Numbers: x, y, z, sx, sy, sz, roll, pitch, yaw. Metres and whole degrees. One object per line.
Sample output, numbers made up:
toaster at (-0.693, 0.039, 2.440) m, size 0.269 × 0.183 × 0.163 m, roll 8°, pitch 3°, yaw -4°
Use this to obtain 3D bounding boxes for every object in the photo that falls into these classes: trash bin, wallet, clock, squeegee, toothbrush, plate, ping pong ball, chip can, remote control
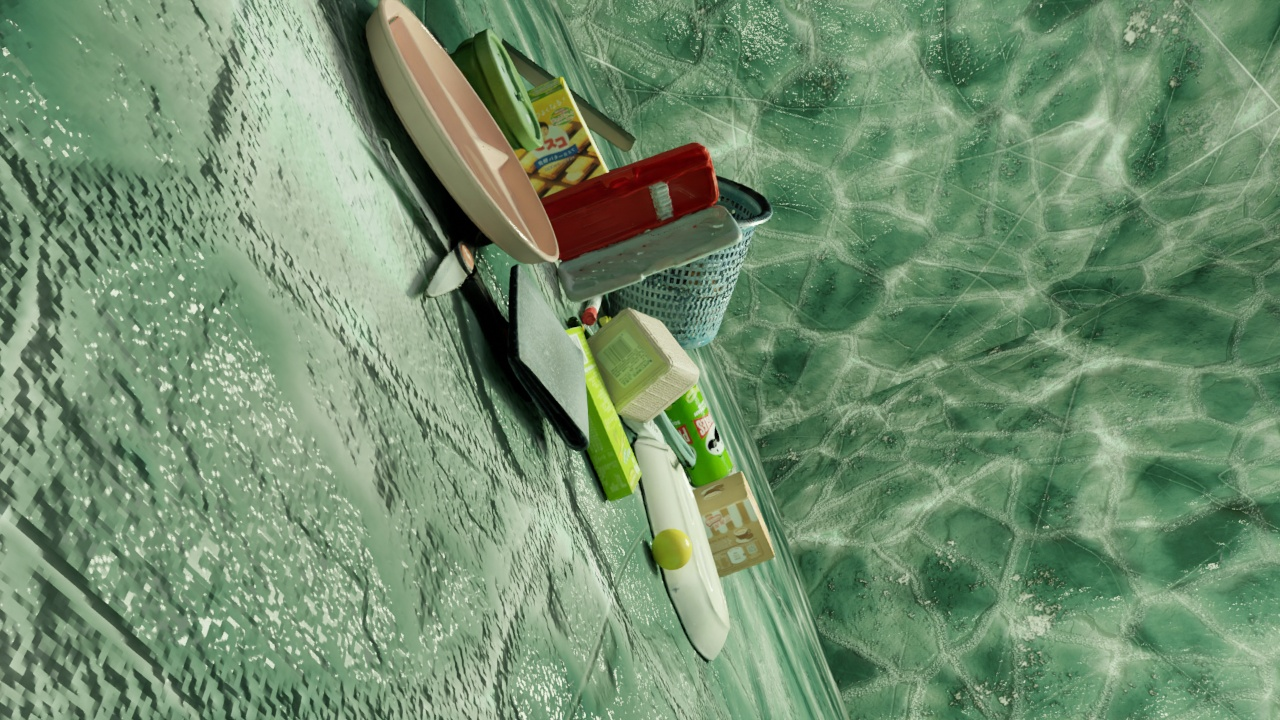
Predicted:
trash bin at (0.042, -0.129, 1.203) m, size 0.226 × 0.226 × 0.195 m, roll -97°, pitch -165°, yaw -62°
wallet at (-0.069, -0.002, 0.688) m, size 0.121 × 0.019 × 0.097 m, roll 60°, pitch 17°, yaw -46°
clock at (-0.142, -0.253, 0.881) m, size 0.161 × 0.056 × 0.116 m, roll -94°, pitch 161°, yaw -67°
squeegee at (-0.099, -0.288, 1.282) m, size 0.247 × 0.040 × 0.250 m, roll 40°, pitch -16°, yaw 19°
toothbrush at (-0.047, -0.012, 1.032) m, size 0.017 × 0.012 × 0.186 m, roll 65°, pitch 6°, yaw 25°
plate at (0.049, 0.197, 1.020) m, size 0.162 × 0.034 × 0.265 m, roll 60°, pitch 11°, yaw -46°
ping pong ball at (0.031, 0.186, 0.902) m, size 0.040 × 0.040 × 0.040 m, roll -21°, pitch 89°, yaw -82°
chip can at (0.061, 0.070, 1.337) m, size 0.072 × 0.072 × 0.236 m, roll -83°, pitch 149°, yaw -75°
remote control at (-0.001, 0.064, 1.103) m, size 0.150 × 0.021 × 0.058 m, roll 52°, pitch 17°, yaw -67°
plate at (-0.135, -0.169, 0.705) m, size 0.229 × 0.028 × 0.229 m, roll 58°, pitch 8°, yaw -13°

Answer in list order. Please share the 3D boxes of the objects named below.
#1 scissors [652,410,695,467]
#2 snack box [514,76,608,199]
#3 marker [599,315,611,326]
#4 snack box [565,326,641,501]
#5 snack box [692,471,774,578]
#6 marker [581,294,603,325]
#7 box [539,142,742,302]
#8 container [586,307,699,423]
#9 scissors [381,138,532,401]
scissors at (0.011, 0.043, 1.088) m, size 0.170 × 0.019 × 0.180 m, roll 55°, pitch 6°, yaw -29°
snack box at (-0.098, -0.242, 1.044) m, size 0.033 × 0.087 × 0.140 m, roll -104°, pitch 169°, yaw -48°
marker at (-0.025, -0.012, 1.179) m, size 0.018 × 0.015 × 0.124 m, roll -100°, pitch 167°, yaw -46°
snack box at (-0.043, 0.046, 0.839) m, size 0.085 × 0.026 × 0.156 m, roll -44°, pitch 112°, yaw -82°
snack box at (0.109, 0.212, 1.175) m, size 0.077 × 0.093 × 0.094 m, roll -91°, pitch 157°, yaw -70°
marker at (-0.056, -0.066, 1.103) m, size 0.145 × 0.017 × 0.017 m, roll -85°, pitch 152°, yaw -74°
box at (-0.002, -0.146, 0.981) m, size 0.100 × 0.201 × 0.102 m, roll -113°, pitch -177°, yaw -55°
container at (-0.006, 0.005, 0.937) m, size 0.090 × 0.090 × 0.111 m, roll 53°, pitch 7°, yaw 13°
scissors at (-0.118, -0.068, 0.651) m, size 0.220 × 0.022 × 0.234 m, roll -102°, pitch 168°, yaw -55°
